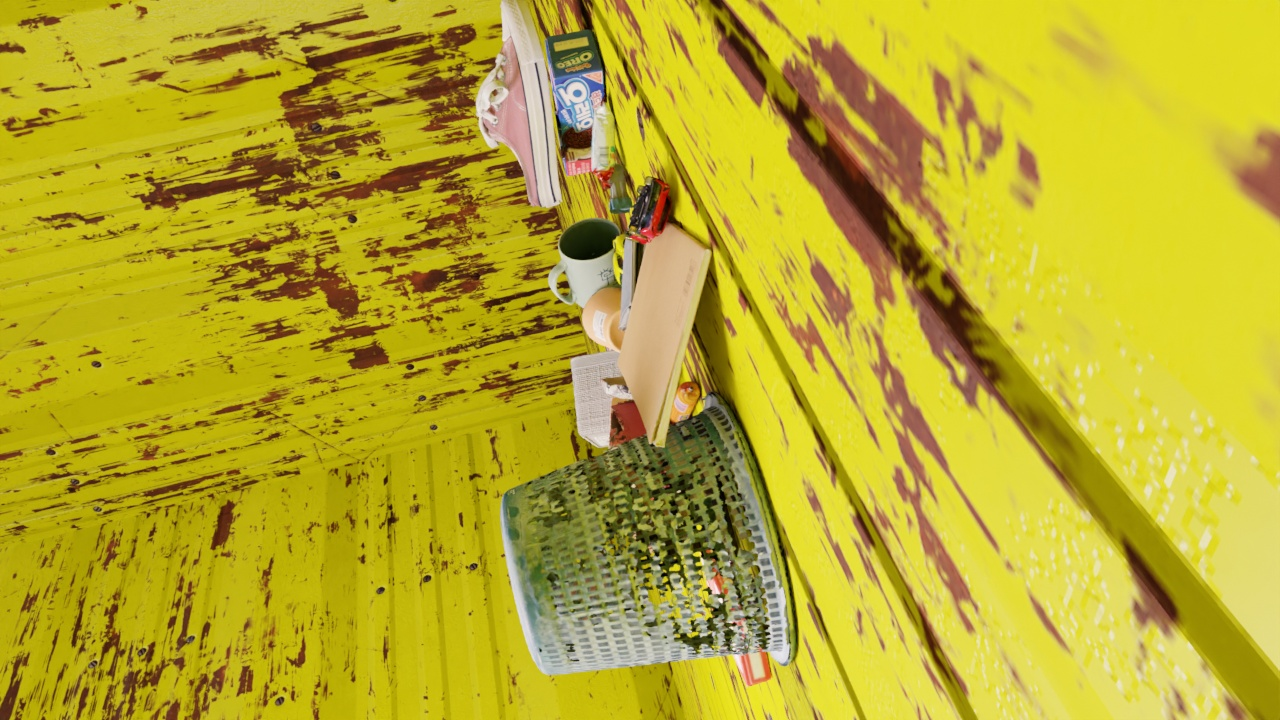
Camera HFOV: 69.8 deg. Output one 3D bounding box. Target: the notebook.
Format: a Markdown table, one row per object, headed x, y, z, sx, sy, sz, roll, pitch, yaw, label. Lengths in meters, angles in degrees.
| x | y | z | sx | sy | sz | roll | pitch | yaw | label |
| --- | --- | --- | --- | --- | --- | --- | --- | --- | --- |
| 0.014 | -0.036 | 0.752 | 0.211 | 0.012 | 0.149 | -118 | 41 | -72 | notebook |

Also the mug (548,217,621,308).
| x | y | z | sx | sy | sz | roll | pitch | yaw | label |
| --- | --- | --- | --- | --- | --- | --- | --- | --- | --- |
| -0.070 | -0.116 | 1.217 | 0.082 | 0.111 | 0.106 | 44 | 158 | 34 | mug |

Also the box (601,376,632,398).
| x | y | z | sx | sy | sz | roll | pitch | yaw | label |
| --- | --- | --- | --- | --- | --- | --- | --- | --- | --- |
| -0.007 | 0.007 | 1.003 | 0.076 | 0.087 | 0.162 | 63 | 173 | -7 | box |

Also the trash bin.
| x | y | z | sx | sy | sz | roll | pitch | yaw | label |
| --- | --- | --- | --- | --- | --- | --- | --- | --- | --- |
| -0.003 | 0.157 | 0.744 | 0.226 | 0.195 | 0.226 | 164 | 92 | -86 | trash bin |

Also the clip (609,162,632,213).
| x | y | z | sx | sy | sz | roll | pitch | yaw | label |
| --- | --- | --- | --- | --- | --- | --- | --- | --- | --- |
| -0.025 | -0.191 | 1.023 | 0.036 | 0.025 | 0.057 | 122 | 139 | -74 | clip |

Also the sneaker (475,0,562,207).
| x | y | z | sx | sy | sz | roll | pitch | yaw | label |
| --- | --- | --- | --- | --- | --- | --- | --- | --- | --- |
| -0.146 | -0.294 | 1.056 | 0.118 | 0.088 | 0.241 | -109 | 11 | -75 | sneaker |

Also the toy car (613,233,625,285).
| x | y | z | sx | sy | sz | roll | pitch | yaw | label |
| --- | --- | --- | --- | --- | --- | --- | --- | --- | --- |
| -0.012 | -0.100 | 1.075 | 0.048 | 0.032 | 0.105 | 86 | 168 | -60 | toy car |

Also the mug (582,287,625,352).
| x | y | z | sx | sy | sz | roll | pitch | yaw | label |
| --- | --- | --- | --- | --- | --- | --- | --- | --- | --- |
| -0.025 | -0.046 | 1.144 | 0.123 | 0.078 | 0.078 | -140 | 36 | -74 | mug |

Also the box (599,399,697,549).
| x | y | z | sx | sy | sz | roll | pitch | yaw | label |
| --- | --- | --- | --- | --- | --- | --- | --- | --- | --- |
| 0.009 | 0.130 | 1.024 | 0.091 | 0.078 | 0.168 | -88 | -16 | -53 | box |

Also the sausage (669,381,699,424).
| x | y | z | sx | sy | sz | roll | pitch | yaw | label |
| --- | --- | --- | --- | --- | --- | --- | --- | --- | --- |
| 0.043 | 0.045 | 0.914 | 0.165 | 0.021 | 0.021 | 98 | 158 | -77 | sausage |

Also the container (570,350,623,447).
| x | y | z | sx | sy | sz | roll | pitch | yaw | label |
| --- | --- | --- | --- | --- | --- | --- | --- | --- | --- |
| -0.042 | 0.056 | 1.291 | 0.090 | 0.090 | 0.114 | 45 | -143 | -63 | container |

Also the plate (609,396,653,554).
| x | y | z | sx | sy | sz | roll | pitch | yaw | label |
| --- | --- | --- | --- | --- | --- | --- | --- | --- | --- |
| 0.006 | 0.137 | 1.191 | 0.229 | 0.028 | 0.229 | -9 | -91 | -76 | plate |

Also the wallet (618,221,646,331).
| x | y | z | sx | sy | sz | roll | pitch | yaw | label |
| --- | --- | --- | --- | --- | --- | --- | --- | --- | --- |
| 0.000 | -0.082 | 0.932 | 0.130 | 0.037 | 0.106 | 121 | 151 | -81 | wallet |

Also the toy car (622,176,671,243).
| x | y | z | sx | sy | sz | roll | pitch | yaw | label |
| --- | --- | --- | --- | --- | --- | --- | --- | --- | --- |
| 0.008 | -0.121 | 0.757 | 0.106 | 0.031 | 0.049 | -140 | 66 | -85 | toy car |

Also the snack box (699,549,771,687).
| x | y | z | sx | sy | sz | roll | pitch | yaw | label |
| --- | --- | --- | --- | --- | --- | --- | --- | --- | --- |
| 0.090 | 0.244 | 0.901 | 0.153 | 0.025 | 0.075 | -122 | 18 | -75 | snack box |

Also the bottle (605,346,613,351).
| x | y | z | sx | sy | sz | roll | pitch | yaw | label |
| --- | --- | --- | --- | --- | --- | --- | --- | --- | --- |
| -0.026 | -0.027 | 1.359 | 0.195 | 0.044 | 0.080 | 121 | 134 | -82 | bottle |

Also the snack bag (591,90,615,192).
| x | y | z | sx | sy | sz | roll | pitch | yaw | label |
| --- | --- | --- | --- | --- | --- | --- | --- | --- | --- |
| -0.040 | -0.238 | 0.999 | 0.045 | 0.026 | 0.105 | -20 | -69 | -87 | snack bag |

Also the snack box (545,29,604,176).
| x | y | z | sx | sy | sz | roll | pitch | yaw | label |
| --- | --- | --- | --- | --- | --- | --- | --- | --- | --- |
| -0.073 | -0.293 | 1.069 | 0.208 | 0.058 | 0.057 | 90 | 168 | -71 | snack box |
